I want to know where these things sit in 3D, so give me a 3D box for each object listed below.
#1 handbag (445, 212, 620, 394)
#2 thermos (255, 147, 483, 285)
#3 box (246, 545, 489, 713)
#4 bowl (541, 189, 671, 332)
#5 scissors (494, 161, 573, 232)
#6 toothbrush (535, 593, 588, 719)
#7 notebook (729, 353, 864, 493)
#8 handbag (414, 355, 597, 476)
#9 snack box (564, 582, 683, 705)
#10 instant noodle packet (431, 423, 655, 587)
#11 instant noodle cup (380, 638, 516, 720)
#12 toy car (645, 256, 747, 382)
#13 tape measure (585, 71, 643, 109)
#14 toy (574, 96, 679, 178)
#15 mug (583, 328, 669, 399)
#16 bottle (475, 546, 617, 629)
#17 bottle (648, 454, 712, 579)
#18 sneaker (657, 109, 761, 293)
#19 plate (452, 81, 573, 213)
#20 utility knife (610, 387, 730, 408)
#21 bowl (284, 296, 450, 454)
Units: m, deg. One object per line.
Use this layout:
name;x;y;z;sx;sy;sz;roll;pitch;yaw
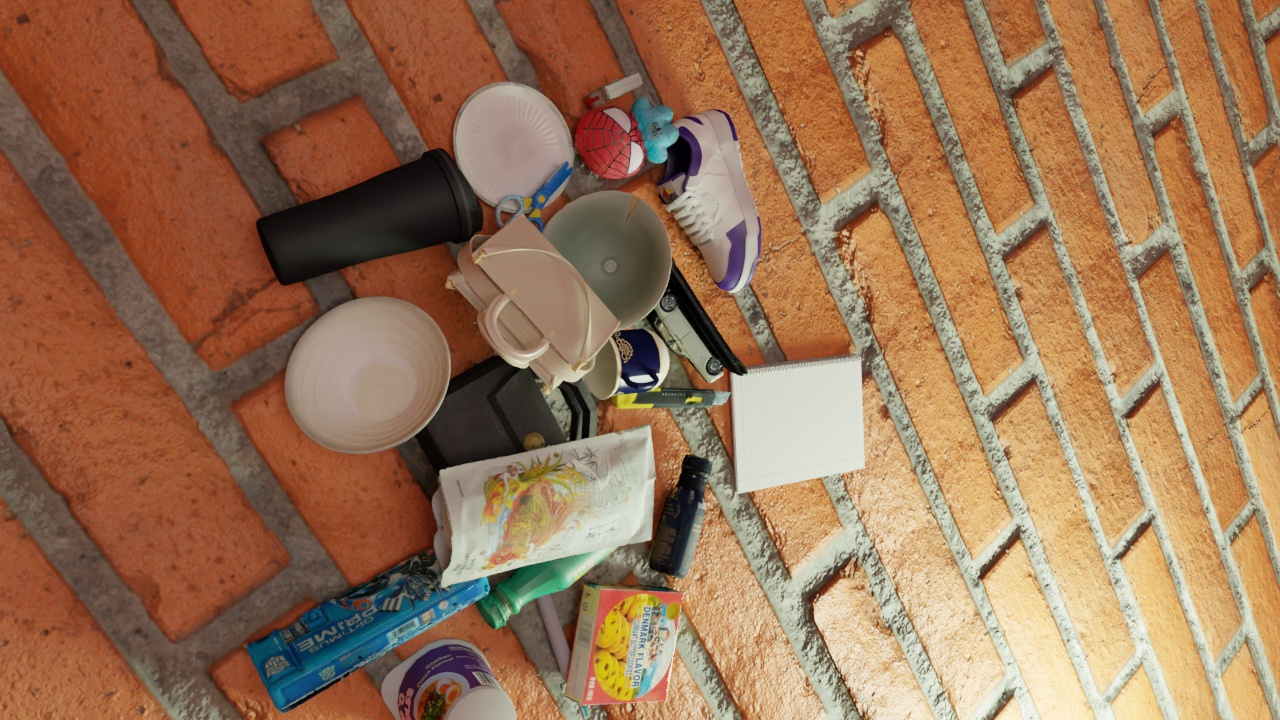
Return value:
handbag;-0.127;-0.054;1.007;0.194;0.101;0.197;48;24;-9
thermos;-0.288;-0.149;0.982;0.218;0.106;0.106;-24;102;-23
box;-0.285;0.298;1.000;0.242;0.092;0.085;-26;124;-28
bowl;-0.040;-0.118;1.139;0.174;0.068;0.174;-1;87;10
scissors;-0.119;-0.191;1.111;0.130;0.022;0.070;-49;112;-24
toothbrush;-0.097;0.365;1.147;0.019;0.018;0.188;-24;103;-34
notebook;0.234;0.088;1.345;0.245;0.013;0.178;-6;96;-31
handbag;-0.136;0.091;1.070;0.199;0.102;0.197;-35;108;-26
snack box;-0.019;0.360;1.170;0.144;0.040;0.142;14;82;-39
instant noodle packet;-0.095;0.162;1.020;0.268;0.057;0.147;-8;107;-32
instant noodle cup;-0.206;0.386;1.021;0.136;0.122;0.121;19;81;-30
toy car;0.055;-0.048;1.205;0.071;0.094;0.192;-36;111;1
tape measure;-0.036;-0.337;1.147;0.060;0.062;0.020;-34;107;-32
toy;-0.017;-0.278;1.147;0.133;0.062;0.092;-19;108;-4
mug;-0.007;0.007;1.144;0.089;0.112;0.086;-6;118;-33
bottle;-0.104;0.243;1.108;0.209;0.068;0.068;-34;107;-28
bottle;0.056;0.205;1.213;0.056;0.056;0.160;22;80;-29
sneaker;0.080;-0.205;1.205;0.111;0.092;0.244;-14;94;-29
plate;-0.153;-0.256;1.106;0.156;0.014;0.157;0;91;-31
utility knife;0.045;0.050;1.227;0.187;0.020;0.029;1;92;-32
bowl;-0.284;0.023;0.983;0.177;0.058;0.176;-2;69;4
